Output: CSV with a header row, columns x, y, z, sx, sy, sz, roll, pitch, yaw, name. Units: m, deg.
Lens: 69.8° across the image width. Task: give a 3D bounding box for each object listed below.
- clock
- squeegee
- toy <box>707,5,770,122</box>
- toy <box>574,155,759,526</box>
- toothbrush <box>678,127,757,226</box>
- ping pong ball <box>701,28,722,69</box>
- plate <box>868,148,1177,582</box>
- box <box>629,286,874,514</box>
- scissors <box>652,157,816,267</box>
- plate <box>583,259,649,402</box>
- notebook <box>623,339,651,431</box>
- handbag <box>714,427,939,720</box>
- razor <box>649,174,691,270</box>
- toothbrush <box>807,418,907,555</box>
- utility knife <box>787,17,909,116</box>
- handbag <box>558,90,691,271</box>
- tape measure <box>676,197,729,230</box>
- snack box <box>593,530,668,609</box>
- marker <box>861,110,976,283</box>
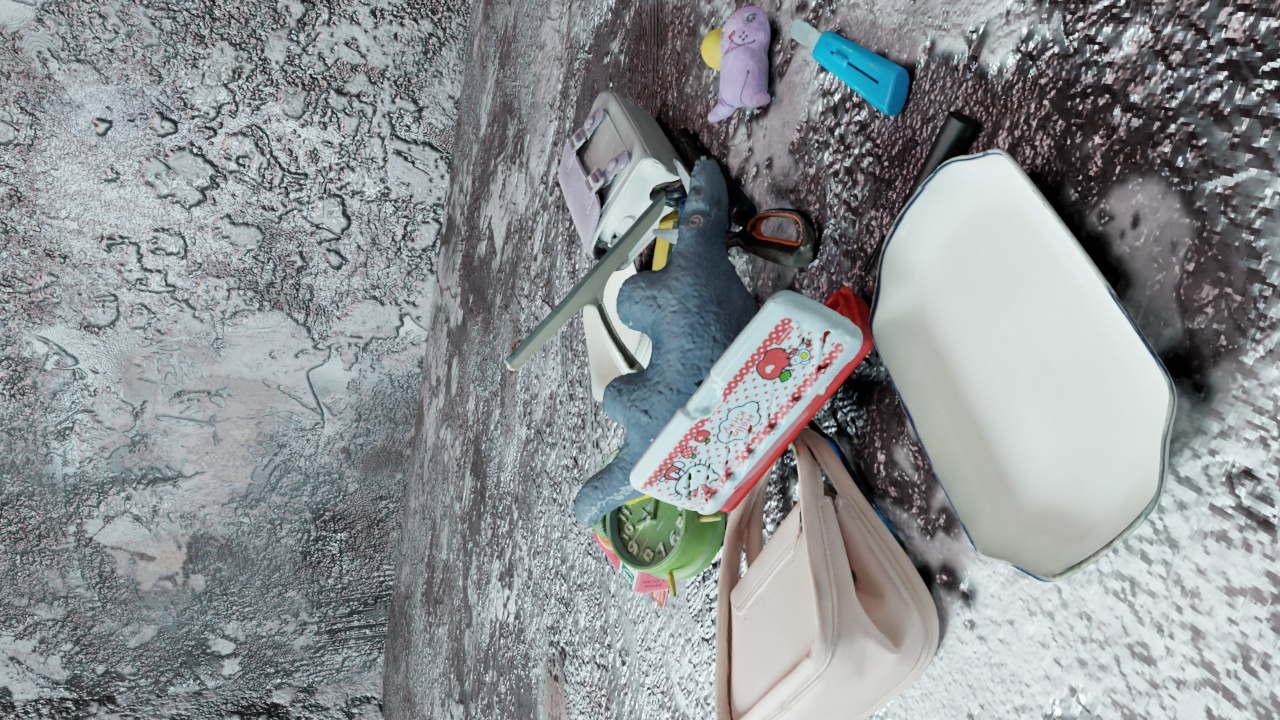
x,y,z,sx,sy,sz,roll,pitch,yaw,name
0.011,0.149,0.916,0.161,0.056,0.116,38,103,40,clock
-0.005,0.005,0.905,0.039,0.247,0.245,7,47,44,squeegee
0.098,-0.288,0.886,0.084,0.038,0.108,-5,81,52,toy
0.038,-0.001,0.812,0.138,0.091,0.356,20,98,30,toy
0.074,-0.198,0.955,0.026,0.027,0.212,-32,37,7,toothbrush
0.082,-0.318,0.935,0.040,0.040,0.040,-176,91,-69,ping pong ball
0.216,-0.004,0.535,0.162,0.034,0.265,116,151,-42,plate
0.081,0.024,0.695,0.202,0.099,0.112,-54,13,27,box
0.079,-0.095,0.852,0.221,0.021,0.230,-10,89,55,scissors
-0.023,-0.046,1.122,0.165,0.034,0.163,125,144,-49,plate
0.005,0.025,1.098,0.209,0.012,0.151,-118,40,-53,notebook
0.116,0.156,0.699,0.194,0.093,0.233,115,156,-44,handbag
0.032,-0.123,1.003,0.062,0.068,0.168,-47,-27,-54,razor
0.157,0.080,0.703,0.189,0.016,0.014,-117,40,-49,toothbrush
0.162,-0.248,0.749,0.209,0.018,0.034,-115,35,-54,utility knife
-0.029,-0.213,1.084,0.145,0.098,0.196,-55,32,24,handbag
0.061,-0.137,0.930,0.025,0.054,0.058,-132,41,-61,tape measure
-0.005,0.194,1.023,0.113,0.044,0.127,40,122,54,snack box
0.192,-0.111,0.639,0.020,0.022,0.132,-40,-23,-50,marker
